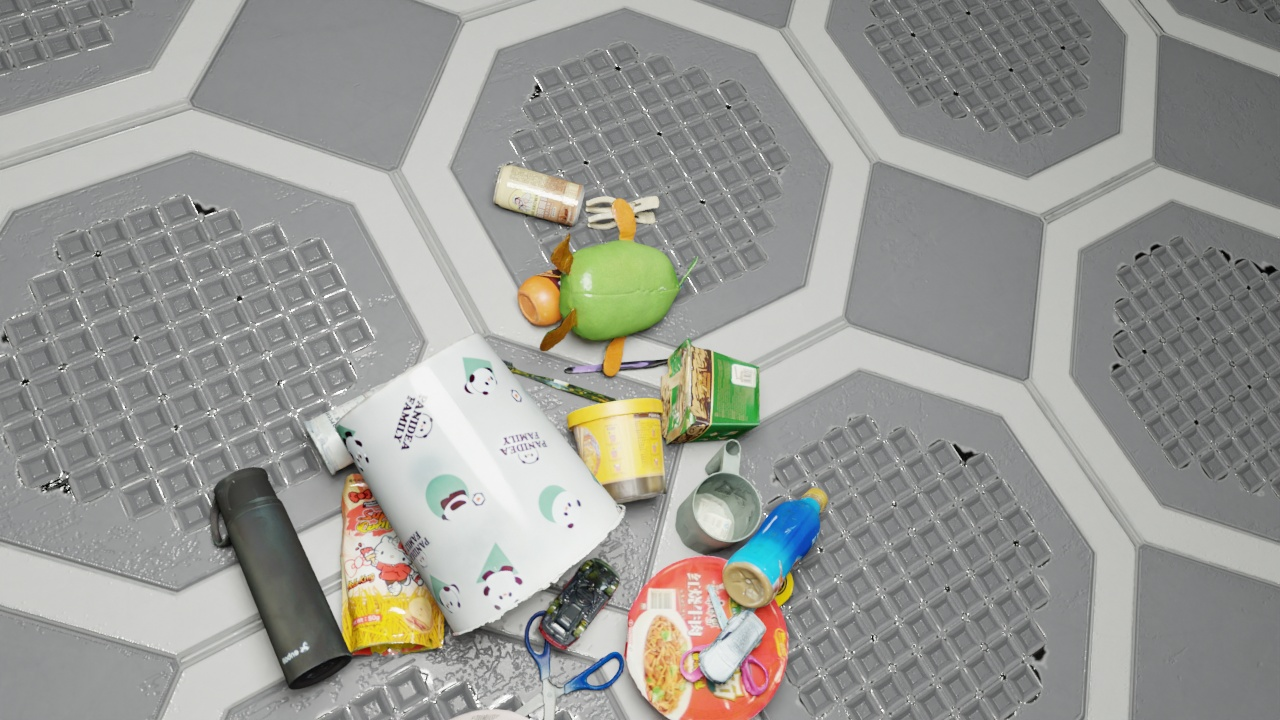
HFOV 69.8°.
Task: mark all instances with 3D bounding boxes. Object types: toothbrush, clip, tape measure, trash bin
[{"bbox_3d":[-0.097,0.032,1.179,0.186,0.017,0.012,19,60,-5],"label":"toothbrush"},{"bbox_3d":[-0.026,-0.206,1.273,0.100,0.070,0.034,-7,70,-7],"label":"clip"},{"bbox_3d":[0.158,0.276,1.134,0.057,0.029,0.060,-36,80,-20],"label":"tape measure"},{"bbox_3d":[-0.178,0.122,0.987,0.229,0.230,0.252,-35,92,-21],"label":"trash bin"},{"bbox_3d":[-0.007,0.007,1.213,0.189,0.017,0.014,-5,59,-10],"label":"toothbrush"}]

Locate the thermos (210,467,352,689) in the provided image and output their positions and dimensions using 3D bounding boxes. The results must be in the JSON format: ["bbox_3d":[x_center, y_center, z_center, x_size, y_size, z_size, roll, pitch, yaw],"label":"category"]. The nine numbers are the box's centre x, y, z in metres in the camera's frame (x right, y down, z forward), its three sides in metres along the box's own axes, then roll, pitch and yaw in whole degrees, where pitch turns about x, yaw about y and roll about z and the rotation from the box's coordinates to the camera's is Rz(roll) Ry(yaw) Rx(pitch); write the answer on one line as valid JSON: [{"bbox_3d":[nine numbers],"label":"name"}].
[{"bbox_3d":[-0.402,0.239,1.003,0.090,0.068,0.242,-40,67,15],"label":"thermos"}]

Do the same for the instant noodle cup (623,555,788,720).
[{"bbox_3d":[0.071,0.330,1.076,0.193,0.066,0.193,4,69,-11],"label":"instant noodle cup"}]

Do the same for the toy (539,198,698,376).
[{"bbox_3d":[-0.035,-0.090,1.163,0.246,0.090,0.227,-8,110,-47],"label":"toy"}]

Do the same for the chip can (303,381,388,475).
[{"bbox_3d":[-0.288,0.054,1.102,0.214,0.071,0.071,-29,78,-20],"label":"chip can"}]

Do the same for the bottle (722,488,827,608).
[{"bbox_3d":[0.173,0.214,1.102,0.065,0.065,0.218,47,39,8],"label":"bottle"}]

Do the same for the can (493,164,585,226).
[{"bbox_3d":[-0.137,-0.224,1.245,0.116,0.059,0.058,15,67,-6],"label":"can"}]

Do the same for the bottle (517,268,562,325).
[{"bbox_3d":[-0.088,-0.101,1.211,0.149,0.067,0.066,-31,78,-28],"label":"bottle"}]

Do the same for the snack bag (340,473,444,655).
[{"bbox_3d":[-0.281,0.228,1.050,0.128,0.073,0.207,0,62,-11],"label":"snack bag"}]

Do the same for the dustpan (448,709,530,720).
[{"bbox_3d":[-0.149,0.472,0.904,0.222,0.274,0.139,-38,106,-25],"label":"dustpan"}]

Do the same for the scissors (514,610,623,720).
[{"bbox_3d":[-0.099,0.370,1.055,0.175,0.012,0.162,-18,75,-16],"label":"scissors"}]

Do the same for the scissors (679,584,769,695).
[{"bbox_3d":[0.105,0.322,1.043,0.134,0.017,0.133,43,64,9],"label":"scissors"}]

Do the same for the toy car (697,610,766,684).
[{"bbox_3d":[0.103,0.318,1.018,0.090,0.034,0.043,-40,85,-29],"label":"toy car"}]

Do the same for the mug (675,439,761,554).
[{"bbox_3d":[0.094,0.169,1.121,0.083,0.104,0.123,12,67,-7],"label":"mug"}]

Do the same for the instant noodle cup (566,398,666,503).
[{"bbox_3d":[-0.023,0.113,1.115,0.118,0.119,0.114,-8,79,-14],"label":"instant noodle cup"}]

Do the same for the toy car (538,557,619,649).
[{"bbox_3d":[-0.072,0.283,1.071,0.053,0.045,0.120,38,49,8],"label":"toy car"}]

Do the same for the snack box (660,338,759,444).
[{"bbox_3d":[0.091,0.047,1.162,0.105,0.118,0.118,6,71,-14],"label":"snack box"}]
